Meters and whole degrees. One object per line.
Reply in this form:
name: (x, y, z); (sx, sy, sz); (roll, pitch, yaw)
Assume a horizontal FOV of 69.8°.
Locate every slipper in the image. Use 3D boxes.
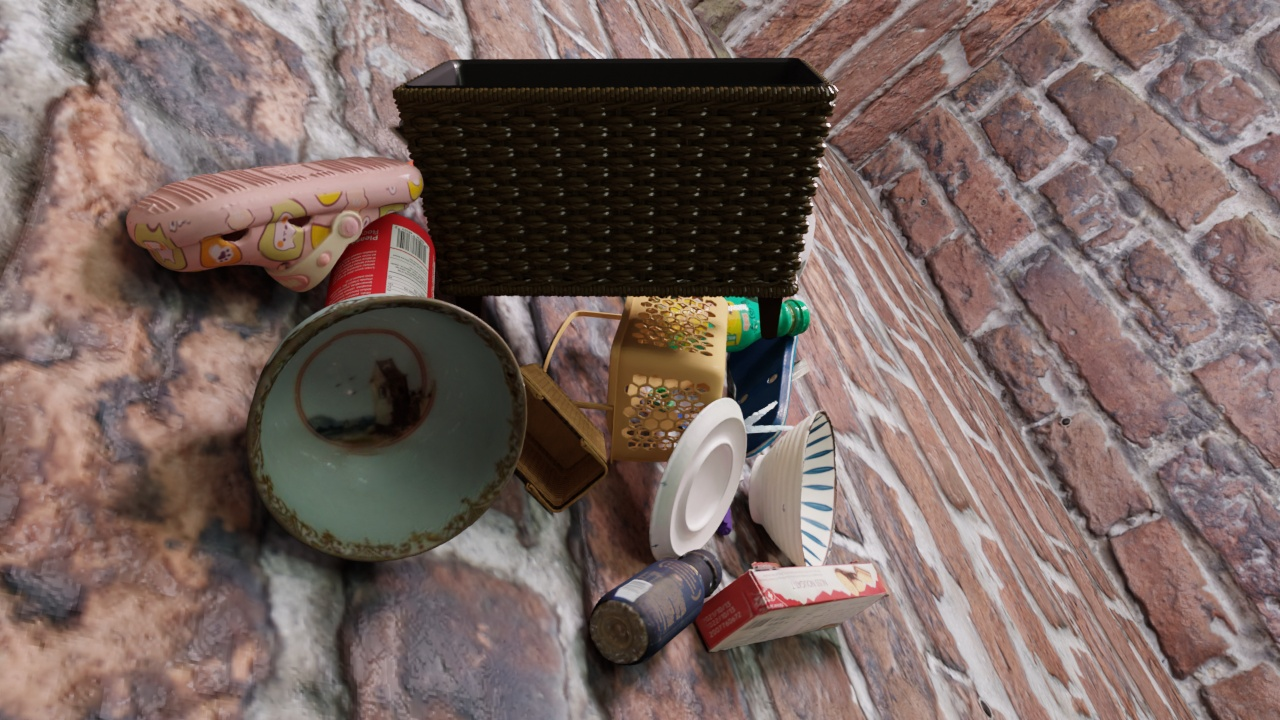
slipper: (-0.237, -0.089, 0.621); (0.093, 0.082, 0.196); (20, 32, 40)
slipper: (0.164, 0.026, 1.142); (0.060, 0.118, 0.294); (36, 31, -15)

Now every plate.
plate: (0.056, 0.108, 0.806); (0.014, 0.157, 0.156); (20, 10, 28)

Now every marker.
marker: (0.085, 0.132, 0.965); (0.015, 0.018, 0.133); (8, 34, -4)

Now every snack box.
snack box: (0.151, 0.229, 0.876); (0.272, 0.077, 0.044); (15, 40, -53)

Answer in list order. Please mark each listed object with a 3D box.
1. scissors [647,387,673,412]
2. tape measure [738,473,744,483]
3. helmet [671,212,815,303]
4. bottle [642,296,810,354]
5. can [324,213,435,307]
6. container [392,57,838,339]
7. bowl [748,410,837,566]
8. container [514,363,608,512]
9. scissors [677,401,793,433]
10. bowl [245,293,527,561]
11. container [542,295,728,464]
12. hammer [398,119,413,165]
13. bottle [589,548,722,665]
scissors: (0.024, 0.016, 1.033); (0.070, 0.014, 0.130); (52, 25, 1)
tape measure: (0.068, 0.106, 0.945); (0.062, 0.020, 0.060); (-12, 65, -33)
helmet: (0.108, -0.166, 1.205); (0.224, 0.184, 0.281); (3, 33, -8)
bottle: (0.102, -0.043, 1.072); (0.209, 0.068, 0.068); (-6, 55, -27)
can: (-0.187, -0.042, 0.662); (0.074, 0.075, 0.142); (34, 29, -34)
container: (-0.017, -0.138, 0.772); (0.176, 0.321, 0.205); (-85, 175, -65)
bowl: (0.160, 0.141, 0.985); (0.177, 0.071, 0.177); (1, 90, -67)
container: (-0.079, 0.056, 0.737); (0.114, 0.063, 0.061); (47, 17, -8)
scissors: (0.100, 0.067, 1.003); (0.133, 0.015, 0.104); (-32, 61, -23)
bowl: (-0.158, 0.028, 0.553); (0.160, 0.160, 0.094); (33, 0, -35)
container: (-0.005, 0.005, 0.875); (0.167, 0.129, 0.183); (6, 29, 3)
hammer: (-0.236, -0.152, 0.794); (0.133, 0.033, 0.332); (51, 25, -3)
bottle: (0.018, 0.187, 0.721); (0.056, 0.056, 0.160); (56, 25, 12)
